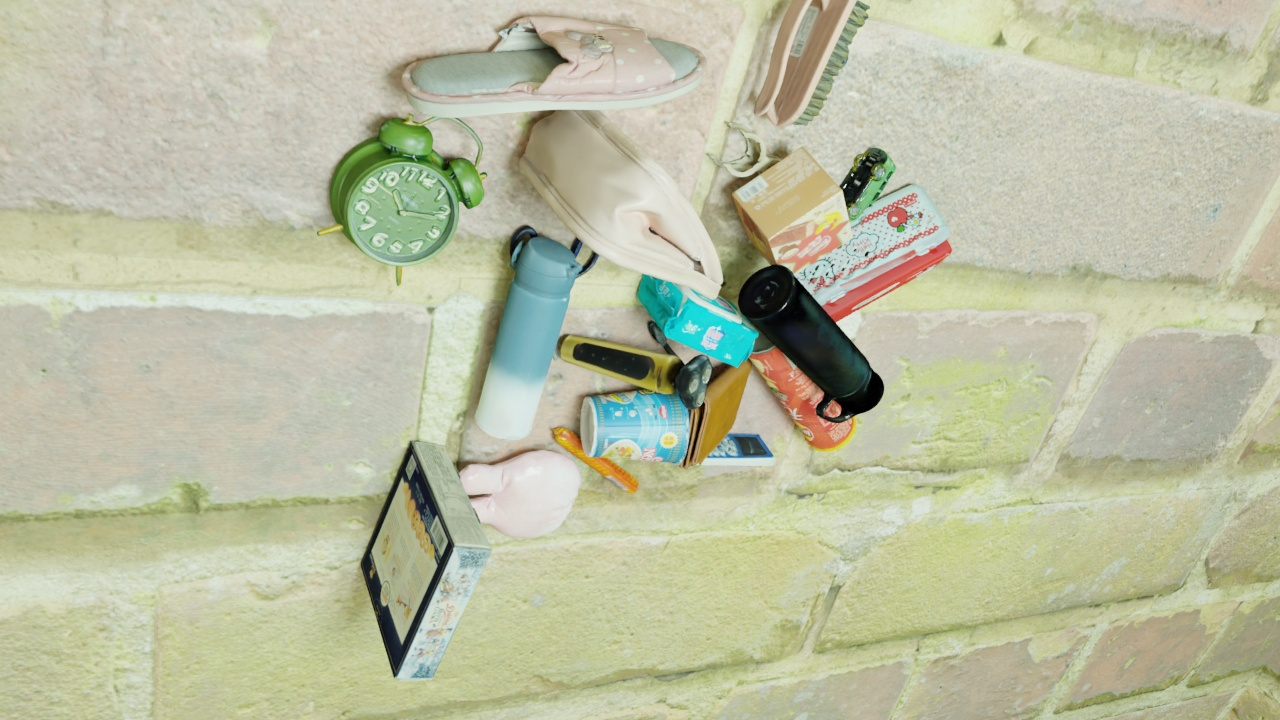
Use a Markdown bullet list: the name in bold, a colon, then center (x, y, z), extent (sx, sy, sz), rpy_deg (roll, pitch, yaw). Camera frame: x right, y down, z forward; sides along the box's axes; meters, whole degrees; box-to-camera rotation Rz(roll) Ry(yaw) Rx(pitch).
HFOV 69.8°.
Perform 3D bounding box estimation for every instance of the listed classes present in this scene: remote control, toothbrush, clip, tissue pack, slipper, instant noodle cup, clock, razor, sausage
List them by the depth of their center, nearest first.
- **slipper**: center (-0.073, -0.264, 0.811), extent (0.274, 0.114, 0.055), rpy_deg (-9, 136, -13)
- **clock**: center (-0.212, -0.156, 0.844), extent (0.161, 0.056, 0.116), rpy_deg (-49, 129, 8)
- **clip**: center (0.126, -0.227, 0.978), extent (0.104, 0.035, 0.087), rpy_deg (-4, 122, -29)
- **razor**: center (-0.006, 0.006, 1.009), extent (0.167, 0.067, 0.062), rpy_deg (15, 93, 4)
- **tissue pack**: center (0.062, -0.051, 1.020), extent (0.133, 0.093, 0.050), rpy_deg (22, 112, -35)
- **instant noodle cup**: center (-0.011, 0.076, 1.070), extent (0.109, 0.099, 0.099), rpy_deg (-1, 120, -16)
- **toothbrush**: center (0.055, 0.017, 1.108), extent (0.014, 0.016, 0.189), rpy_deg (-37, 130, -1)
- **sausage**: center (-0.052, 0.123, 1.118), extent (0.021, 0.021, 0.165), rpy_deg (-45, 128, 5)
- **remote control**: center (0.112, 0.115, 1.176), extent (0.124, 0.049, 0.024), rpy_deg (3, 125, -27)

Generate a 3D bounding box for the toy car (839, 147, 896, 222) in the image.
- **toy car**: center (0.254, -0.198, 1.051), extent (0.036, 0.043, 0.091), rpy_deg (26, 106, -36)

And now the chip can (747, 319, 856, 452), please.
- **chip can**: center (0.199, 0.029, 1.149), extent (0.073, 0.073, 0.216), rpy_deg (-39, 129, 1)

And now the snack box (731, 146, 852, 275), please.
- **snack box**: center (0.165, -0.156, 0.992), extent (0.093, 0.077, 0.094), rpy_deg (-34, 149, 2)

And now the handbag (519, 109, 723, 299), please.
- **handbag**: center (0.005, -0.136, 0.889), extent (0.093, 0.193, 0.234), rpy_deg (-46, 138, 9)

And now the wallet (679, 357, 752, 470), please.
- **wallet**: center (0.091, 0.069, 1.105), extent (0.130, 0.035, 0.119), rpy_deg (-37, 148, -54)

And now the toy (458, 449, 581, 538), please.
- **toy**: center (-0.147, 0.157, 1.071), extent (0.159, 0.054, 0.121), rpy_deg (7, 114, -33)

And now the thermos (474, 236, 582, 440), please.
- **thermos**: center (-0.120, -0.022, 0.959), extent (0.070, 0.070, 0.221), rpy_deg (3, 122, -27)

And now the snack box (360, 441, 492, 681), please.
- **snack box**: center (-0.235, 0.211, 0.983), extent (0.045, 0.178, 0.183), rpy_deg (11, 115, -35)

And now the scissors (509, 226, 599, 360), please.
- **scissors**: center (-0.101, -0.075, 0.977), extent (0.162, 0.012, 0.162), rpy_deg (-44, 130, 6)

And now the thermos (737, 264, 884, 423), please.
- **thermos**: center (0.196, -0.007, 1.042), extent (0.242, 0.068, 0.090), rpy_deg (40, 78, -41)

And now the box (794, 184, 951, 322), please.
- **box**: center (0.267, -0.120, 1.110), extent (0.201, 0.100, 0.095), rpy_deg (-28, 169, -7)

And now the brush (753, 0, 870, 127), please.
- **brush**: center (0.166, -0.307, 0.929), extent (0.073, 0.063, 0.146), rpy_deg (8, 118, -34)
